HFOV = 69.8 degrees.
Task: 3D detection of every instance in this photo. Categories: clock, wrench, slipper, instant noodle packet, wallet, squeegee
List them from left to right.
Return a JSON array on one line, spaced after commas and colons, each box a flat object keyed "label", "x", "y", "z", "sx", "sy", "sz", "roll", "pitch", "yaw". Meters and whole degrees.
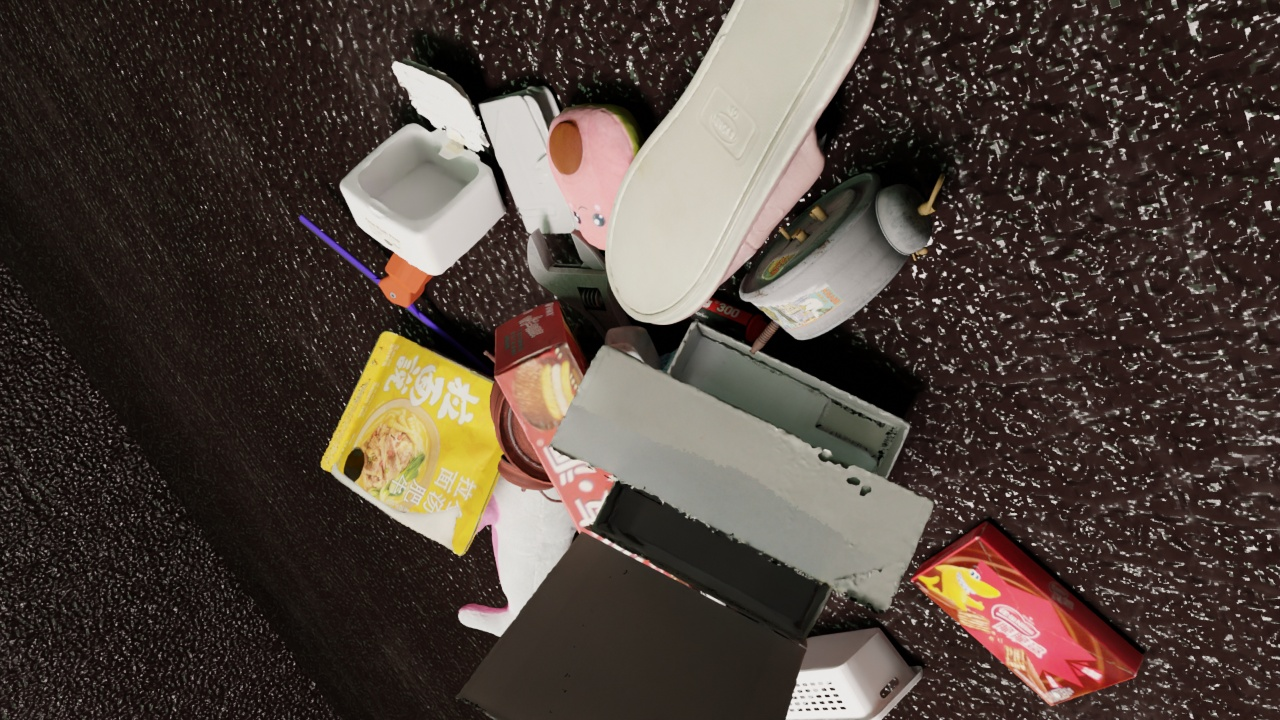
[{"label": "squeegee", "x": -0.213, "y": -0.097, "z": 0.878, "sx": 0.249, "sy": 0.055, "sz": 0.185, "roll": 40, "pitch": 136, "yaw": -7}, {"label": "instant noodle packet", "x": -0.207, "y": 0.078, "z": 0.914, "sx": 0.222, "sy": 0.163, "sz": 0.084, "roll": 21, "pitch": 174, "yaw": 43}, {"label": "wallet", "x": -0.084, "y": -0.151, "z": 0.717, "sx": 0.086, "sy": 0.032, "sz": 0.116, "roll": 2, "pitch": 123, "yaw": 48}, {"label": "clock", "x": -0.073, "y": 0.056, "z": 0.811, "sx": 0.072, "sy": 0.120, "sz": 0.158, "roll": -147, "pitch": 43, "yaw": -65}, {"label": "wrench", "x": -0.005, "y": 0.004, "z": 0.757, "sx": 0.084, "sy": 0.018, "sz": 0.273, "roll": -8, "pitch": 123, "yaw": 41}, {"label": "slipper", "x": 0.057, "y": -0.127, "z": 0.553, "sx": 0.114, "sy": 0.054, "sz": 0.275, "roll": 60, "pitch": 137, "yaw": 26}, {"label": "clock", "x": 0.116, "y": -0.066, "z": 0.528, "sx": 0.056, "sy": 0.103, "sz": 0.148, "roll": 46, "pitch": 139, "yaw": -12}]

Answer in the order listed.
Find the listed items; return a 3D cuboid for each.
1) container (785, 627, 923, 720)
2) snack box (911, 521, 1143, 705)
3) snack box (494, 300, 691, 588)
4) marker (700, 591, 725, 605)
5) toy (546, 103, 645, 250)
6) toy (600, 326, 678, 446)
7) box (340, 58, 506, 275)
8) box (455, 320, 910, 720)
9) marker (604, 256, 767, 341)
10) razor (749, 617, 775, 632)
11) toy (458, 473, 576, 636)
[{"label": "container", "x": 0.169, "y": 0.274, "z": 0.797, "sx": 0.049, "sy": 0.080, "sz": 0.130, "roll": 61, "pitch": 144, "yaw": 4}, {"label": "snack box", "x": 0.270, "y": 0.181, "z": 0.651, "sx": 0.133, "sy": 0.021, "sz": 0.089, "roll": 42, "pitch": 144, "yaw": 10}, {"label": "snack box", "x": -0.038, "y": 0.078, "z": 0.722, "sx": 0.113, "sy": 0.060, "sz": 0.236, "roll": -114, "pitch": -1, "yaw": -69}, {"label": "marker", "x": 0.071, "y": 0.215, "z": 0.888, "sx": 0.025, "sy": 0.025, "sz": 0.126, "roll": 25, "pitch": 137, "yaw": 30}, {"label": "toy", "x": -0.026, "y": -0.129, "z": 0.657, "sx": 0.090, "sy": 0.051, "sz": 0.110, "roll": 14, "pitch": 132, "yaw": 40}, {"label": "toy", "x": 0.026, "y": 0.066, "z": 0.718, "sx": 0.205, "sy": 0.130, "sz": 0.106, "roll": 55, "pitch": 149, "yaw": -6}, {"label": "box", "x": -0.176, "y": -0.166, "z": 0.740, "sx": 0.109, "sy": 0.124, "sz": 0.137, "roll": 34, "pitch": 159, "yaw": 19}, {"label": "box", "x": 0.027, "y": 0.142, "z": 0.556, "sx": 0.167, "sy": 0.367, "sz": 0.150, "roll": 25, "pitch": 139, "yaw": 10}, {"label": "marker", "x": 0.031, "y": -0.050, "z": 0.696, "sx": 0.145, "sy": 0.021, "sz": 0.023, "roll": 25, "pitch": 108, "yaw": 29}, {"label": "razor", "x": 0.106, "y": 0.301, "z": 0.914, "sx": 0.064, "sy": 0.052, "sz": 0.141, "roll": 9, "pitch": 144, "yaw": -1}, {"label": "toy", "x": -0.110, "y": 0.164, "z": 0.958, "sx": 0.127, "sy": 0.186, "sz": 0.266, "roll": -121, "pitch": 34, "yaw": -67}]
